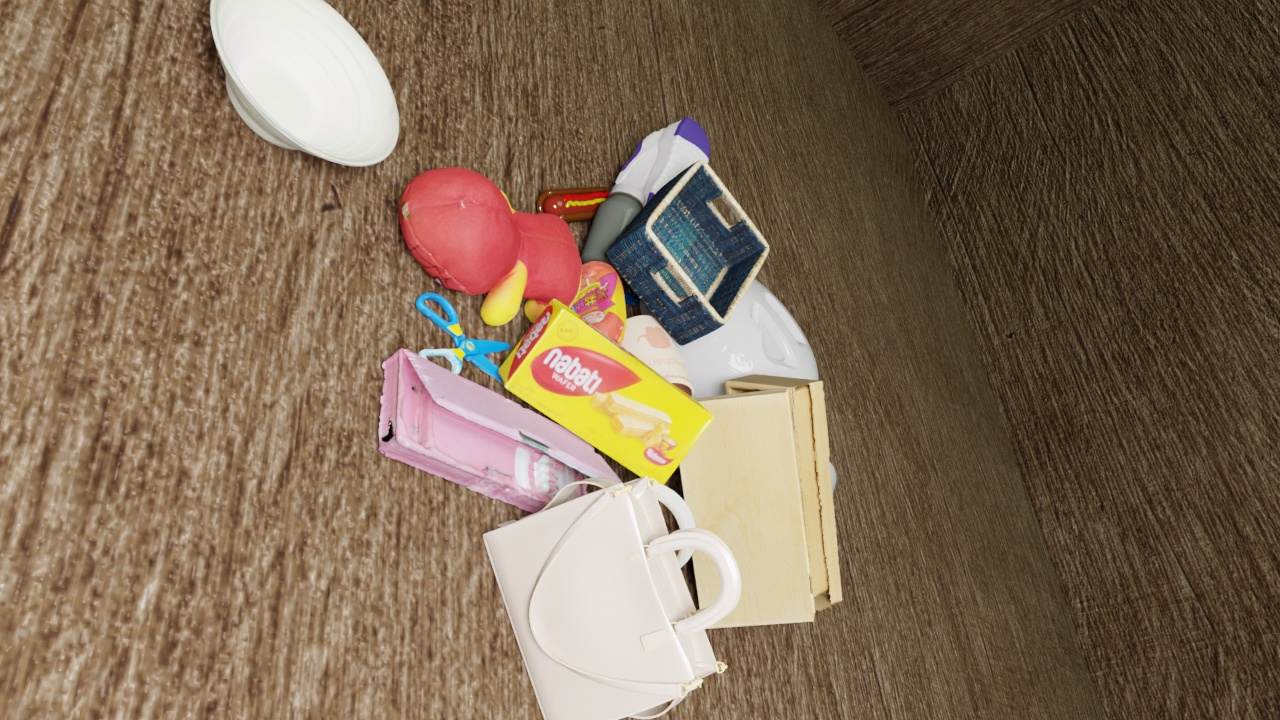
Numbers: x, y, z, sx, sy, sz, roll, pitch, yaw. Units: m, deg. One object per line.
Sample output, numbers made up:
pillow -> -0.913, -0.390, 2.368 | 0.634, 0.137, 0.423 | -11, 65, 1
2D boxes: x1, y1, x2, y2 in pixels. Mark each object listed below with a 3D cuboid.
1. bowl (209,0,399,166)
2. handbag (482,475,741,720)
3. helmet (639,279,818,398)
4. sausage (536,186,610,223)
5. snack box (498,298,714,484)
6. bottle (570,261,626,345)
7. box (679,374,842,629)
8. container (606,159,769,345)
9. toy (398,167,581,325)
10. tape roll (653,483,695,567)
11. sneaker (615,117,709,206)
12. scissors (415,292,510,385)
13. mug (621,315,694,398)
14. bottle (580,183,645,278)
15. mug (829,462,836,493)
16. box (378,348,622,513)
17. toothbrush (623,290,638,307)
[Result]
bowl -> -0.288, -0.227, 0.760 | 0.176, 0.058, 0.176 | 39, 37, -38
handbag -> -0.009, 0.186, 0.739 | 0.101, 0.198, 0.194 | -5, 71, -60
helmet -> 0.112, -0.018, 1.216 | 0.282, 0.184, 0.223 | 50, 20, 17
sausage -> -0.072, -0.188, 1.107 | 0.040, 0.040, 0.155 | 64, 28, 1
snack box -> -0.030, 0.034, 0.885 | 0.200, 0.092, 0.042 | 36, 5, -25
bottle -> -0.049, -0.039, 0.989 | 0.048, 0.072, 0.134 | 33, 42, -47
box -> 0.134, 0.150, 0.997 | 0.178, 0.142, 0.248 | -16, 100, -48
container -> 0.059, -0.127, 1.064 | 0.145, 0.071, 0.186 | 50, 41, -14
toy -> -0.140, -0.114, 0.881 | 0.216, 0.099, 0.147 | 22, 42, -58
tape roll -> 0.008, 0.166, 0.894 | 0.019, 0.094, 0.094 | -19, 83, -61
sneaker -> 0.007, -0.208, 1.205 | 0.092, 0.111, 0.243 | 41, 56, -40
scissors -> -0.159, -0.005, 0.840 | 0.131, 0.018, 0.108 | 43, 39, -34
mug -> -0.006, 0.006, 1.030 | 0.111, 0.085, 0.104 | 3, 52, -26
bottle -> -0.030, -0.154, 1.094 | 0.060, 0.060, 0.108 | 37, 62, -40
mug -> 0.217, 0.196, 1.247 | 0.096, 0.083, 0.120 | -49, 139, -60
box -> -0.111, 0.064, 0.795 | 0.232, 0.080, 0.099 | 33, 41, -43
toothbrush -> -0.062, -0.093, 1.071 | 0.189, 0.016, 0.017 | 22, 56, -51
